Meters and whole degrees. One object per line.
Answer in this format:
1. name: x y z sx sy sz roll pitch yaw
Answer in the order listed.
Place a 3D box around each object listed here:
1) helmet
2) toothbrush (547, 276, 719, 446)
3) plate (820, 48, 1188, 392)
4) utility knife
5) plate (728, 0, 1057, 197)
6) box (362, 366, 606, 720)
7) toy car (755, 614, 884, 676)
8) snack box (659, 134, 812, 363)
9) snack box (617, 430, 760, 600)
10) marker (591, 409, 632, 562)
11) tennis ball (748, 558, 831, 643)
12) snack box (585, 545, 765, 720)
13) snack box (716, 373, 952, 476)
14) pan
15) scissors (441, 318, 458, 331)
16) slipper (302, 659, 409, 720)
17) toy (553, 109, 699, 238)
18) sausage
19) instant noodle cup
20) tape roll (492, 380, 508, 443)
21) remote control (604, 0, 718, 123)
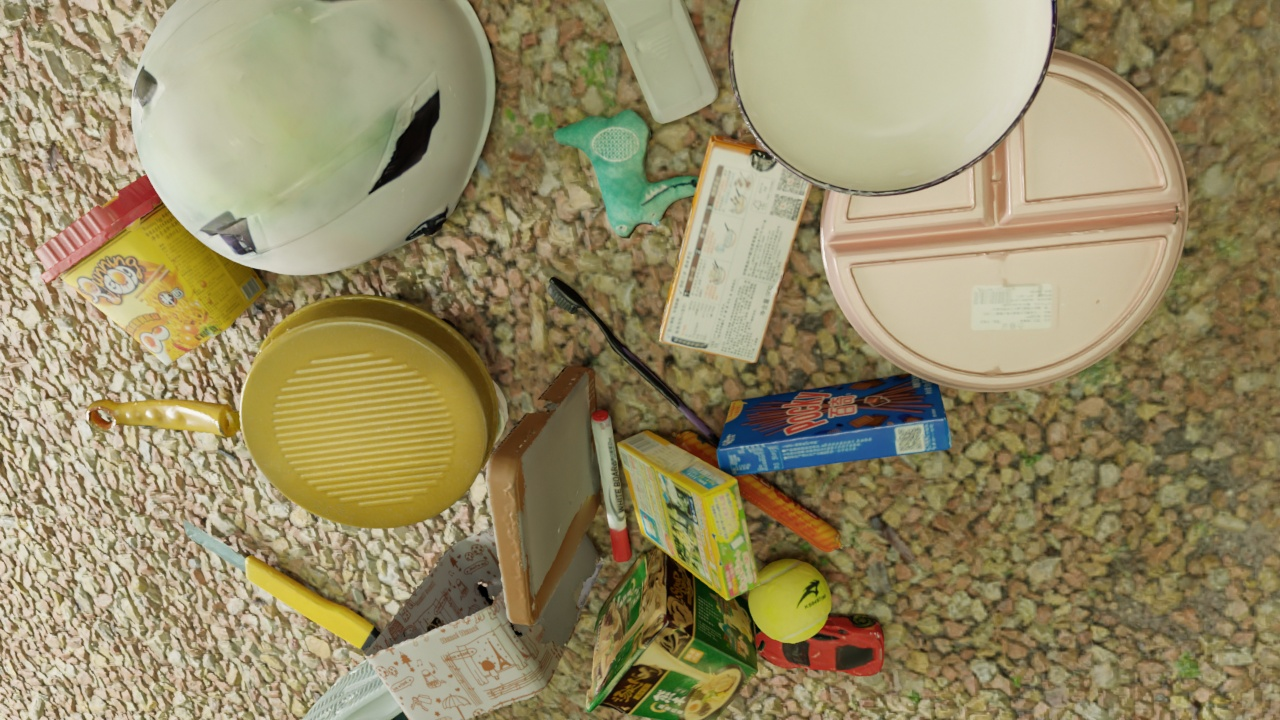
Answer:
1. helmet: -0.238 -0.167 0.630 0.259 0.145 0.229 -23 105 20
2. toothbrush: -0.004 0.004 0.717 0.189 0.014 0.017 44 121 -7
3. plate: 0.234 -0.087 0.601 0.230 0.028 0.230 3 105 13
4. utility knife: -0.341 0.213 0.876 0.223 0.015 0.033 33 116 -4
5. plate: 0.151 -0.197 0.567 0.193 0.039 0.192 2 95 20
6. box: -0.092 0.150 0.705 0.136 0.179 0.270 30 115 2
7. toy car: 0.148 0.238 0.765 0.106 0.031 0.049 2 110 15
8. snack box: 0.067 -0.076 0.654 0.075 0.026 0.154 13 114 -4
9. snack box: 0.033 0.112 0.690 0.033 0.140 0.087 -21 109 -20
10. marker: -0.023 0.104 0.747 0.017 0.017 0.145 0 120 13
11. tennis ball: 0.119 0.192 0.734 0.065 0.065 0.065 5 112 11
12. snack box: 0.030 0.234 0.753 0.105 0.118 0.118 29 115 -11
13. snack box: 0.137 0.045 0.661 0.157 0.084 0.026 -10 109 16
14. pan: -0.292 0.045 0.742 0.357 0.078 0.198 -6 116 3
15. scissors: -0.197 0.028 0.772 0.165 0.014 0.164 -22 105 21
16. slipper: -0.231 0.317 0.850 0.246 0.104 0.074 -35 102 16
17. toy: -0.005 -0.134 0.655 0.096 0.030 0.092 -11 113 9
18. sausage: 0.093 0.104 0.729 0.165 0.021 0.021 34 115 -2
19. instant noodle cup: -0.377 -0.074 0.725 0.116 0.115 0.124 -26 115 20
20. tape roll: -0.153 0.041 0.757 0.086 0.013 0.086 2 120 4
21. remote control: 0.009 -0.225 0.617 0.049 0.024 0.125 -20 105 19
